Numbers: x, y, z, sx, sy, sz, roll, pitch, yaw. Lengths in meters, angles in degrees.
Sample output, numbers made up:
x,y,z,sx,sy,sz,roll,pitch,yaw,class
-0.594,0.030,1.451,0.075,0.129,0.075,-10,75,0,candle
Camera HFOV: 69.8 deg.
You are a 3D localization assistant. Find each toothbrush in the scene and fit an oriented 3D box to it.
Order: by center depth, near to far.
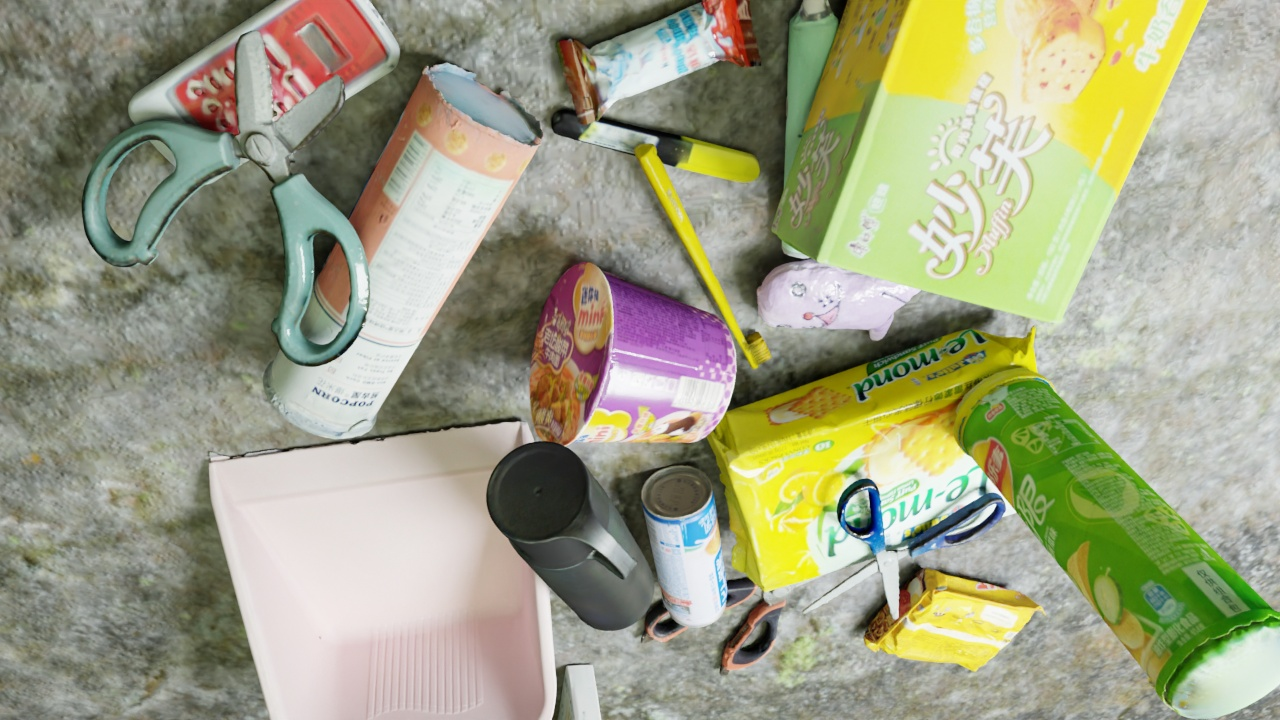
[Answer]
x,y,z,sx,sy,sz,roll,pitch,yaw,class
0.093,-0.156,0.505,0.027,0.026,0.225,11,131,19,toothbrush
0.043,-0.059,0.569,0.016,0.015,0.190,-30,131,5,toothbrush

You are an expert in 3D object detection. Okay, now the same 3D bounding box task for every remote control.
x,y,z,sx,sy,sz,roll,pitch,yaw,class
-0.191,-0.141,0.466,0.136,0.020,0.056,-27,128,10,remote control

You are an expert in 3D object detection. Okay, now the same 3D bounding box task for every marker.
x,y,z,sx,sy,sz,roll,pitch,yaw,class
0.010,-0.123,0.524,0.124,0.015,0.018,10,130,-15,marker

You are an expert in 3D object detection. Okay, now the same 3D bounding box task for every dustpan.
x,y,z,sx,sy,sz,roll,pitch,yaw,class
-0.165,0.192,0.650,0.222,0.138,0.274,-9,129,-3,dustpan

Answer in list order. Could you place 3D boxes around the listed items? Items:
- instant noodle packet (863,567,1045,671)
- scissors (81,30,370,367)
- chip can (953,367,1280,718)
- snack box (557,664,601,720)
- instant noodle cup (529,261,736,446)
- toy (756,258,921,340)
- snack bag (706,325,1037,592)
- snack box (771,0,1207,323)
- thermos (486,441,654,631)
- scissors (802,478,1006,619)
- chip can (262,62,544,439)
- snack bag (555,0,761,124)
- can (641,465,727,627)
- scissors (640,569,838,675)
x,y,z,sx,sy,sz,roll,pitch,yaw,class
0.284,0.235,0.830,0.128,0.044,0.111,16,129,-18,instant noodle packet
-0.215,-0.078,0.467,0.181,0.019,0.170,3,114,8,scissors
0.265,0.095,0.526,0.072,0.221,0.073,-8,126,-11,chip can
-0.057,0.357,0.830,0.027,0.084,0.157,1,127,-13,snack box
-0.003,0.003,0.565,0.099,0.111,0.112,10,125,-30,instant noodle cup
0.125,-0.040,0.593,0.108,0.038,0.084,0,147,-13,toy
0.170,0.069,0.666,0.246,0.068,0.158,-18,128,1,snack bag
0.180,-0.138,0.477,0.157,0.070,0.210,11,109,-17,snack box
-0.032,0.131,0.603,0.068,0.090,0.243,-46,157,-13,thermos
0.189,0.138,0.671,0.162,0.012,0.173,-20,129,1,scissors
-0.136,-0.054,0.510,0.071,0.071,0.215,24,119,-26,chip can
0.010,-0.162,0.485,0.104,0.026,0.048,-17,116,2,snack bag
0.036,0.146,0.707,0.053,0.053,0.135,-12,128,-2,can
0.103,0.206,0.791,0.189,0.015,0.227,6,125,-15,scissors
